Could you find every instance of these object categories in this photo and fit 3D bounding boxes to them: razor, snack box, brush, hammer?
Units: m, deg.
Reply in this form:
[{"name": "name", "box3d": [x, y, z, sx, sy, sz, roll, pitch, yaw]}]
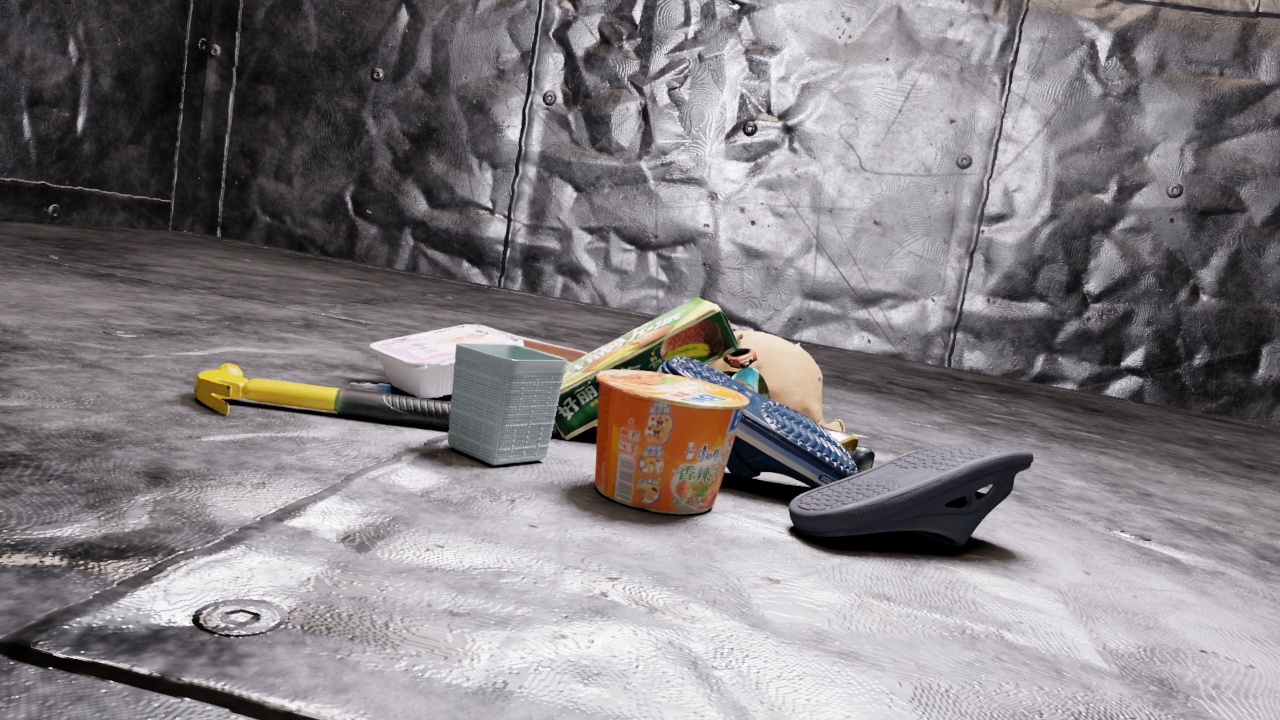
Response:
[{"name": "razor", "box3d": [0.199, 0.095, 1.103, 0.167, 0.062, 0.067, 29, 56, 24]}, {"name": "snack box", "box3d": [-0.007, 0.007, 1.129, 0.240, 0.063, 0.114, -28, 13, -4]}, {"name": "brush", "box3d": [-0.129, 0.008, 1.351, 0.146, 0.063, 0.073, 12, 4, 17]}, {"name": "hammer", "box3d": [-0.332, 0.045, 1.012, 0.300, 0.033, 0.129, 8, 8, -10]}]

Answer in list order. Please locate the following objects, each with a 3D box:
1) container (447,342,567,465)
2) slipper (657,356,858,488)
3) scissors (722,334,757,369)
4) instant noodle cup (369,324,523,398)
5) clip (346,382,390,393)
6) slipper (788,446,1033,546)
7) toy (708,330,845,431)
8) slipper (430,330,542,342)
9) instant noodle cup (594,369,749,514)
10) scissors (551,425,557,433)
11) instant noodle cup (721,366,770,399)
[{"name": "container", "box3d": [-0.140, 0.044, 0.950, 0.090, 0.111, 0.090, 15, 9, 39]}, {"name": "slipper", "box3d": [0.120, 0.088, 1.006, 0.253, 0.095, 0.105, 30, 21, -4]}, {"name": "scissors", "box3d": [0.108, -0.008, 1.212, 0.196, 0.015, 0.214, -22, 11, -30]}, {"name": "instant noodle cup", "box3d": [-0.256, 0.002, 1.225, 0.173, 0.060, 0.138, -17, 23, -39]}, {"name": "clip", "box3d": [-0.328, 0.037, 1.110, 0.057, 0.024, 0.028, 9, 3, 23]}, {"name": "slipper", "box3d": [0.268, 0.144, 0.901, 0.267, 0.083, 0.111, -13, 5, -23]}, {"name": "toy", "box3d": [0.202, 0.038, 1.333, 0.226, 0.143, 0.082, 21, -3, 5]}, {"name": "slipper", "box3d": [-0.227, -0.012, 1.490, 0.114, 0.054, 0.273, 16, 7, 39]}, {"name": "instant noodle cup", "box3d": [0.022, 0.078, 0.896, 0.151, 0.111, 0.151, 9, 8, -1]}, {"name": "scissors", "box3d": [-0.139, 0.053, 1.196, 0.235, 0.022, 0.124, 16, 20, 42]}, {"name": "instant noodle cup", "box3d": [0.088, 0.059, 1.187, 0.121, 0.111, 0.111, 6, 4, 40]}]
